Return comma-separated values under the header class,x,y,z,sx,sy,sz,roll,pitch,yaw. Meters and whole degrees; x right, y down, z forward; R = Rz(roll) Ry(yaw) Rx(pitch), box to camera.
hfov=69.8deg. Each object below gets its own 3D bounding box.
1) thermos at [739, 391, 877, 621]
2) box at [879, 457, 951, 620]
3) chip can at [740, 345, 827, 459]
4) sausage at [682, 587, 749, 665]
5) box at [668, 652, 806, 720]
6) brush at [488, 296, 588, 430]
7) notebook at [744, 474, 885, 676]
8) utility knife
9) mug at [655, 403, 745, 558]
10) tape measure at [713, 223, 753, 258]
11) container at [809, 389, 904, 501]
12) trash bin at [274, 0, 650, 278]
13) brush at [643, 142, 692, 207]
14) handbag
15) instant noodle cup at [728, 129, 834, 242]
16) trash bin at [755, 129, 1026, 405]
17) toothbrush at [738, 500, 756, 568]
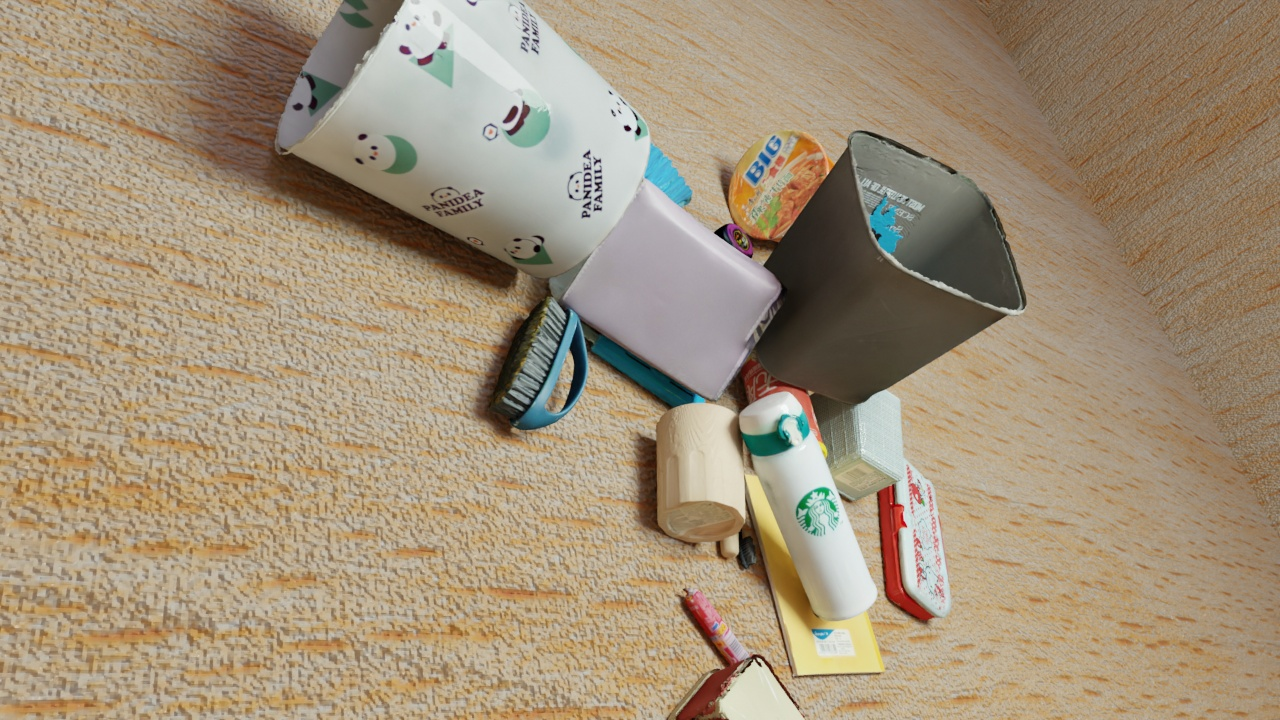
class,x,y,z,sx,sy,sz,roll,pitch,yaw
thermos,0.157,0.136,0.866,0.073,0.073,0.224,-45,116,-53
box,0.327,0.207,1.089,0.087,0.048,0.200,35,40,-22
chip can,0.150,0.020,1.033,0.073,0.073,0.216,20,47,-36
sausage,0.086,0.262,0.810,0.156,0.020,0.020,52,37,0
box,0.109,0.328,0.732,0.168,0.077,0.091,55,36,5
brush,-0.081,0.008,0.809,0.073,0.055,0.143,37,39,-18
notebook,0.179,0.220,0.950,0.145,0.010,0.206,15,51,-40
utility knife,-0.005,0.005,0.924,0.185,0.018,0.034,33,41,-22
mug,0.063,0.117,0.867,0.125,0.084,0.103,55,28,-45
tape measure,0.112,-0.141,1.151,0.058,0.039,0.057,36,39,-29
container,0.249,0.093,1.066,0.090,0.090,0.111,29,45,-27
trash bin,-0.143,-0.209,0.796,0.251,0.230,0.229,32,41,-34
brush,0.032,-0.165,1.038,0.314,0.061,0.109,41,43,5
handbag,0.028,-0.072,0.906,0.197,0.145,0.098,33,13,-21
instant noodle cup,0.211,-0.221,1.241,0.111,0.152,0.151,15,50,-50
trash bin,0.241,-0.083,0.964,0.199,0.220,0.198,18,50,-22
toothbrush,0.101,0.126,0.941,0.014,0.016,0.189,31,40,-34
